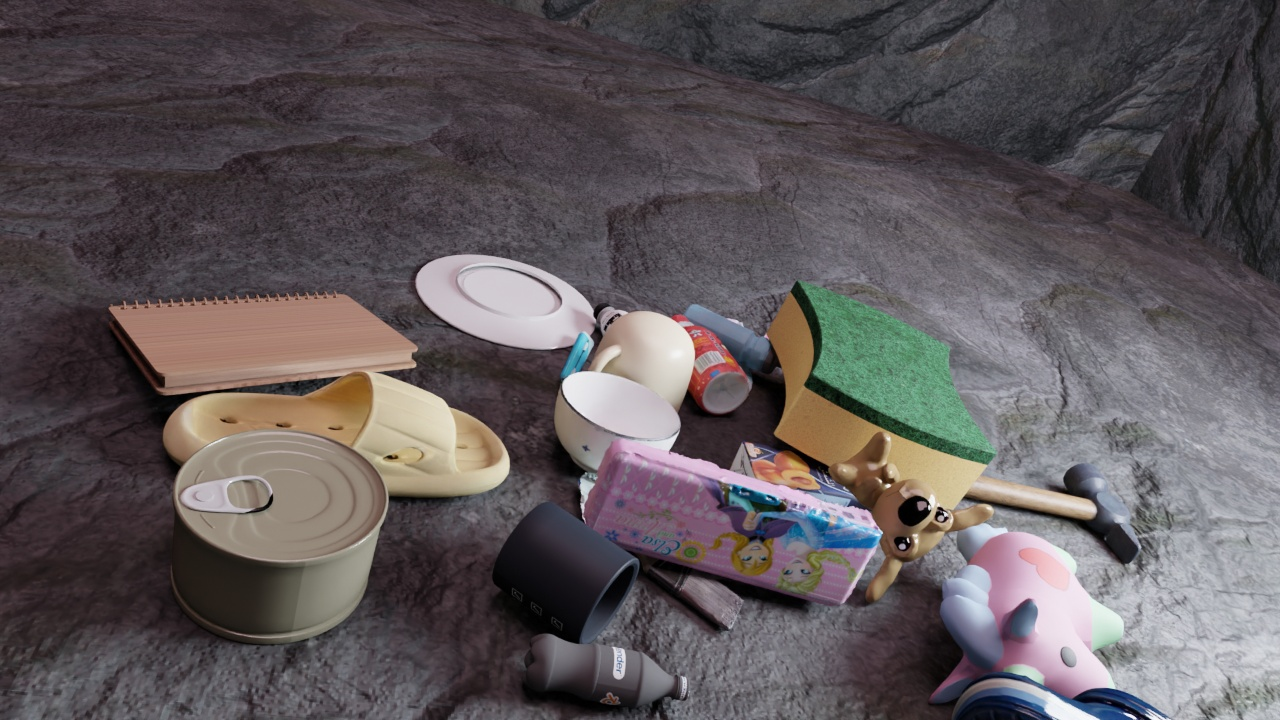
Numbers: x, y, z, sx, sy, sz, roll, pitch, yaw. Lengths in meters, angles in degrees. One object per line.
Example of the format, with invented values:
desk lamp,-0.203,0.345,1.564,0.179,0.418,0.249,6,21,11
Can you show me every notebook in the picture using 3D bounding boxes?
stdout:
notebook,-0.327,-0.023,0.798,0.210,0.022,0.169,-7,26,-41

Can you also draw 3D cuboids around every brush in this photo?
brush,0.239,0.028,0.954,0.195,0.075,0.249,23,28,-7
brush,0.018,0.162,0.734,0.151,0.012,0.038,31,30,23

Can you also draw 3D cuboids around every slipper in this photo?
slipper,0.316,0.278,0.621,0.253,0.105,0.095,27,36,-6
slipper,-0.227,0.046,0.719,0.261,0.079,0.111,5,28,-24

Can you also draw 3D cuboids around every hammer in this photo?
hammer,0.378,0.140,0.982,0.321,0.040,0.129,13,33,-11

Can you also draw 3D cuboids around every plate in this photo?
plate,-0.149,-0.075,1.045,0.208,0.015,0.208,15,28,-9

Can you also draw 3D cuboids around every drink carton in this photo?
drink carton,0.155,0.119,0.869,0.130,0.040,0.064,11,30,-15

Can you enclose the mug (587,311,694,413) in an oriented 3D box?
mug,-0.005,0.005,0.904,0.120,0.100,0.096,-9,40,-42

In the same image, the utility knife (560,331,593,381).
utility knife,-0.068,0.005,0.956,0.022,0.015,0.124,57,22,-21

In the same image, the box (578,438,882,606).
box,0.068,0.117,0.753,0.230,0.086,0.105,18,20,-13

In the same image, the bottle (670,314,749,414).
bottle,0.065,-0.003,1.004,0.062,0.062,0.137,4,33,-26

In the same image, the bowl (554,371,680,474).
bowl,-0.027,0.064,0.821,0.113,0.063,0.113,18,22,-8

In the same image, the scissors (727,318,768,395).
scissors,0.112,-0.007,1.097,0.105,0.016,0.178,26,32,12

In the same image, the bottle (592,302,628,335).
bottle,-0.013,-0.026,1.018,0.041,0.041,0.116,-6,37,-39

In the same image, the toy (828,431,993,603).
toy,0.217,0.123,0.787,0.134,0.106,0.108,-35,67,-5

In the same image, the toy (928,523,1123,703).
toy,0.304,0.202,0.754,0.171,0.120,0.221,21,27,-19

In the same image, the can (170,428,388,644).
can,-0.235,0.112,0.598,0.127,0.073,0.127,15,28,-9

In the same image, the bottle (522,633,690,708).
bottle,-0.021,0.207,0.604,0.110,0.036,0.036,14,29,-10

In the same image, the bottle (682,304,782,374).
bottle,0.109,-0.022,1.067,0.130,0.040,0.040,27,29,15

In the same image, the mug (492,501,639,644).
mug,-0.047,0.152,0.664,0.077,0.071,0.105,30,3,19
